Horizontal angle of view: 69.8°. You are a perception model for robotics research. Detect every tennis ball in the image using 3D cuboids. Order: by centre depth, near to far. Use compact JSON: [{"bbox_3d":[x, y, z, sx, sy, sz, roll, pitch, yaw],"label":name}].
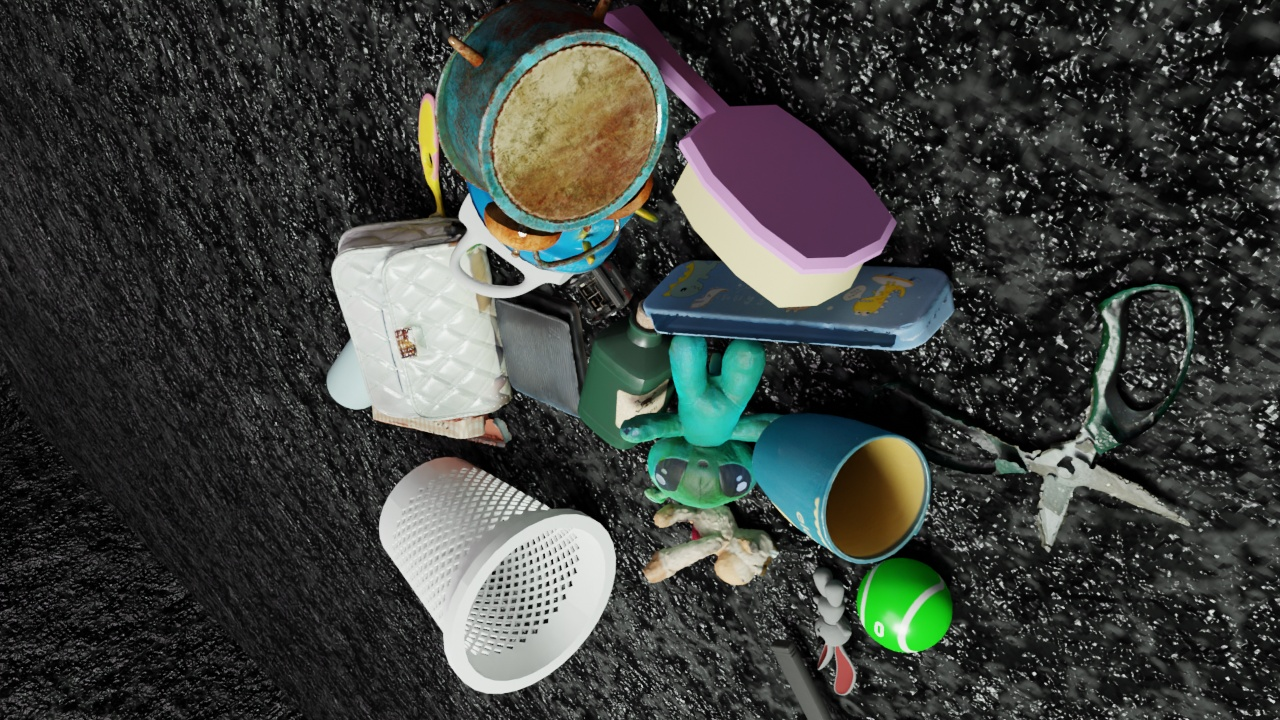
[{"bbox_3d":[0.188,0.174,0.653,0.065,0.065,0.065,27,136,29],"label":"tennis ball"}]

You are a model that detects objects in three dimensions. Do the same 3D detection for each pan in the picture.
[{"bbox_3d":[0.203,0.395,0.835,0.179,0.041,0.357,-10,112,49],"label":"pan"}]

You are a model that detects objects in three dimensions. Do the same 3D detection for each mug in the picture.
[{"bbox_3d":[0.138,0.084,0.619,0.112,0.084,0.104,30,177,-26],"label":"mug"},{"bbox_3d":[-0.093,-0.090,0.703,0.089,0.107,0.071,42,-176,2],"label":"mug"}]

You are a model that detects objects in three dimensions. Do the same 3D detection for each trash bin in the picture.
[{"bbox_3d":[-0.165,0.203,0.957,0.200,0.195,0.196,28,137,42],"label":"trash bin"}]

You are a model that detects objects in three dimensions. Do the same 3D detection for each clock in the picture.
[{"bbox_3d":[-0.049,-0.125,0.528,0.073,0.121,0.158,48,155,42],"label":"clock"},{"bbox_3d":[-0.067,-0.135,0.626,0.161,0.116,0.061,49,132,-3],"label":"clock"}]

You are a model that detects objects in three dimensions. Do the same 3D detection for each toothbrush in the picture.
[{"bbox_3d":[-0.180,-0.167,0.795,0.021,0.016,0.136,32,139,26],"label":"toothbrush"}]

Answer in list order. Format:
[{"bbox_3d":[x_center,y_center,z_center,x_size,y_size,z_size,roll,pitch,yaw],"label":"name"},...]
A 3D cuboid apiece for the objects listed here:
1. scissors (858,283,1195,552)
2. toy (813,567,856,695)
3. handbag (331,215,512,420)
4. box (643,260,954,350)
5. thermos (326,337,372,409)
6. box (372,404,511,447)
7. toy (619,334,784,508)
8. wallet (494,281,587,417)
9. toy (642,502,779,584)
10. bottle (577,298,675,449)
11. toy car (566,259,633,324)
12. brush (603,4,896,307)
[{"bbox_3d":[0.224,0.027,0.540,0.202,0.015,0.202,23,132,32],"label":"scissors"},{"bbox_3d":[0.157,0.219,0.749,0.049,0.030,0.112,-134,29,-58],"label":"toy"},{"bbox_3d":[-0.198,-0.032,0.843,0.139,0.072,0.195,-6,126,0],"label":"handbag"},{"bbox_3d":[0.090,-0.040,0.581,0.210,0.065,0.037,6,127,44],"label":"box"},{"bbox_3d":[-0.282,-0.009,0.986,0.078,0.065,0.207,24,149,-21],"label":"thermos"},{"bbox_3d":[-0.219,0.064,0.999,0.187,0.085,0.048,7,91,45],"label":"box"},{"bbox_3d":[0.050,0.052,0.696,0.130,0.072,0.194,5,131,0],"label":"toy"},{"bbox_3d":[-0.087,-0.007,0.821,0.089,0.026,0.115,19,132,33],"label":"wallet"},{"bbox_3d":[0.065,0.158,0.775,0.106,0.074,0.085,7,169,17],"label":"toy"},{"bbox_3d":[-0.004,0.004,0.715,0.061,0.061,0.132,39,141,19],"label":"bottle"},{"bbox_3d":[-0.027,-0.056,0.702,0.040,0.037,0.092,55,168,-6],"label":"toy car"},{"bbox_3d":[0.050,-0.127,0.546,0.228,0.089,0.043,51,149,22],"label":"brush"}]
